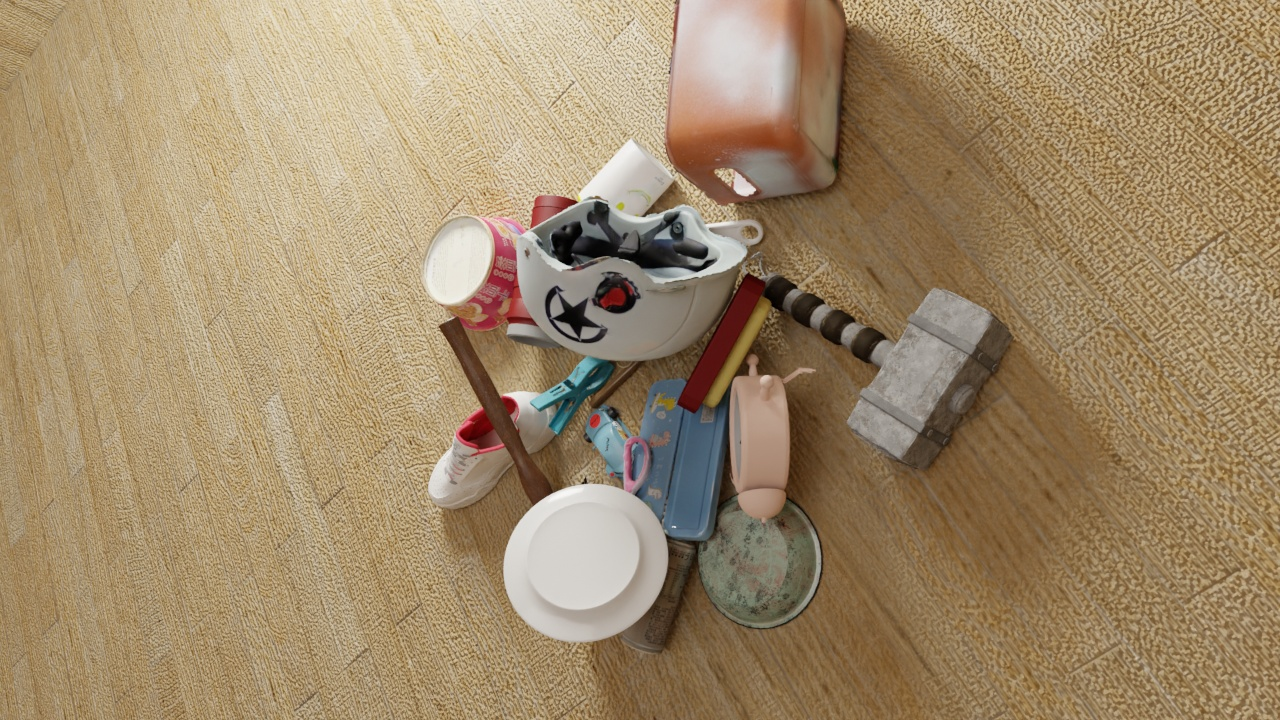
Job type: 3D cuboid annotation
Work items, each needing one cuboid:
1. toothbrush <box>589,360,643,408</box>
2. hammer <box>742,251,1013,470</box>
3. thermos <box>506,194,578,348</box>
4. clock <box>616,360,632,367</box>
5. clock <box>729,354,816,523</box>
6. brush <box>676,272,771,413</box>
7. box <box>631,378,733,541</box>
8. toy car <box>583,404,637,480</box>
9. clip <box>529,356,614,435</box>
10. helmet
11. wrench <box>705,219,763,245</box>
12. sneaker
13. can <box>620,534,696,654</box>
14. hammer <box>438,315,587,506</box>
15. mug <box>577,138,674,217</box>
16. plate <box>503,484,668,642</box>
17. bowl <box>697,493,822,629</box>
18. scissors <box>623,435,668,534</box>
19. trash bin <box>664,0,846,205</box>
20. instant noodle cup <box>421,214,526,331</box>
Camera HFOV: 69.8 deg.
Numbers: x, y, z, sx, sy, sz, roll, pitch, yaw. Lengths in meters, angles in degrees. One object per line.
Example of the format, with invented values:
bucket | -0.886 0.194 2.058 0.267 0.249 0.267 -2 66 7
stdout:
toothbrush | -0.007 0.007 1.199 0.167 0.016 0.016 -43 59 17
hammer | 0.228 -0.032 1.026 0.326 0.079 0.177 37 100 39
thermos | -0.134 -0.120 1.276 0.108 0.084 0.198 -8 70 63
clock | -0.046 -0.049 1.197 0.093 0.054 0.140 -27 62 0
clock | 0.140 0.084 1.011 0.086 0.131 0.160 6 101 -2
brush | 0.101 -0.015 1.060 0.042 0.082 0.174 28 106 2
box | 0.043 0.115 1.107 0.126 0.021 0.208 -3 62 32
toy car | -0.040 0.104 1.190 0.060 0.027 0.107 -47 59 15
clip | -0.083 0.044 1.216 0.120 0.104 0.027 -45 58 -8
helmet | -0.012 -0.082 1.074 0.264 0.235 0.164 10 118 15
wrench | 0.022 -0.153 1.177 0.274 0.018 0.066 -3 122 19
sneaker | -0.228 0.121 1.262 0.237 0.104 0.090 -35 62 22
can | 0.022 0.276 1.094 0.054 0.054 0.135 19 90 34
hammer | -0.170 0.091 1.181 0.115 0.033 0.323 -26 96 10
mug | -0.019 -0.229 1.221 0.106 0.082 0.082 -45 59 15
plate | -0.064 0.221 1.036 0.189 0.016 0.188 -4 56 6
bowl | 0.126 0.226 1.047 0.158 0.038 0.157 -8 75 31
scissors | -0.033 0.177 1.114 0.174 0.013 0.170 -17 57 31
trash bin | 0.143 -0.331 1.083 0.158 0.181 0.259 0 78 31
instant noodle cup | -0.248 -0.138 1.351 0.179 0.077 0.178 -9 74 31
